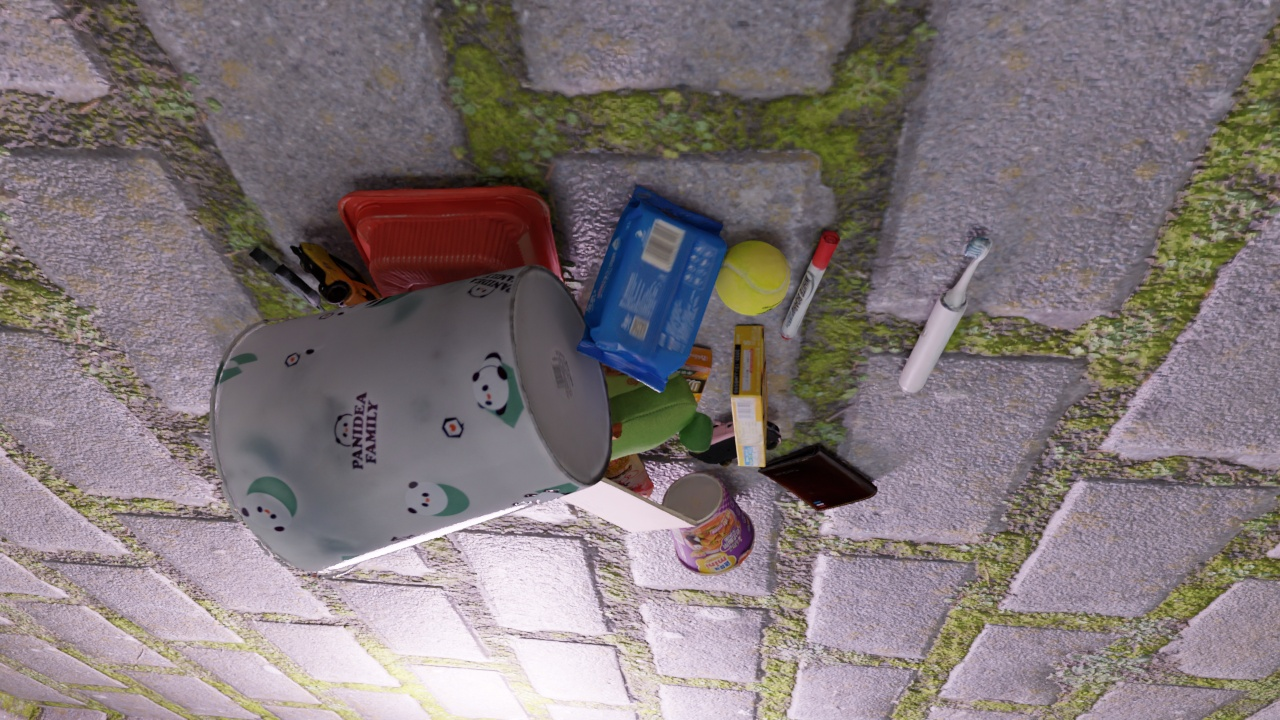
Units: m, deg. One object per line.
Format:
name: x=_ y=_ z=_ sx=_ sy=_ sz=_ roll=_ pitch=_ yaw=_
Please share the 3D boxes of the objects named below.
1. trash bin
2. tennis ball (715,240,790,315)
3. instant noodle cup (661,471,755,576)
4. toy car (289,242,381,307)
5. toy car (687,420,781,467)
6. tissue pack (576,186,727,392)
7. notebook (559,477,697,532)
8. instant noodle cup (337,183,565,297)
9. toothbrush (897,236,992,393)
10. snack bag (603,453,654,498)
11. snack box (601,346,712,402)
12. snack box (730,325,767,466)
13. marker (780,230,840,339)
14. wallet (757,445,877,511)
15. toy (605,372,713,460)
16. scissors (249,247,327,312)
trash bin: x=-0.173 y=0.042 z=0.762 sx=0.252 sy=0.229 sz=0.229 roll=-15 pitch=140 yaw=16
tennis ball: x=0.098 y=-0.072 z=0.806 sx=0.065 sy=0.065 sz=0.066 roll=5 pitch=145 yaw=3
instant noodle cup: x=0.082 y=0.203 z=1.176 sx=0.112 sy=0.111 sz=0.099 roll=-8 pitch=133 yaw=20
toy car: x=-0.278 y=-0.061 z=0.889 sx=0.041 sy=0.071 sz=0.156 roll=-41 pitch=143 yaw=-8
toy car: x=0.108 y=0.091 z=1.061 sx=0.056 sy=0.037 sz=0.123 roll=27 pitch=144 yaw=-34
tissue pack: x=0.009 y=-0.060 z=0.780 sx=0.095 sy=0.157 sz=0.052 roll=22 pitch=173 yaw=-24
notebook: x=-0.034 y=0.179 z=1.139 sx=0.147 sy=0.008 sz=0.208 roll=27 pitch=159 yaw=-14
instant noodle cup: x=-0.167 y=-0.081 z=0.831 sx=0.189 sy=0.079 sz=0.165 roll=-2 pitch=148 yaw=6
toothbrush: x=0.283 y=-0.039 z=0.855 sx=0.026 sy=0.026 sz=0.221 roll=10 pitch=146 yaw=4
snack bag: x=-0.055 y=0.130 z=1.138 sx=0.129 sy=0.073 sz=0.208 roll=1 pitch=152 yaw=8
snack box: x=-0.006 y=0.006 z=0.971 sx=0.153 sy=0.026 sz=0.075 roll=9 pitch=147 yaw=-3
snack box: x=0.113 y=0.039 z=0.944 sx=0.034 sy=0.086 sz=0.141 roll=1 pitch=145 yaw=9
marker: x=0.154 y=-0.066 z=0.848 sx=0.017 sy=0.017 sz=0.145 roll=9 pitch=145 yaw=-3
wallet: x=0.221 y=0.148 z=1.142 sx=0.122 sy=0.020 sz=0.097 roll=34 pitch=137 yaw=-30
toy: x=-0.056 y=0.062 z=0.918 sx=0.246 sy=0.090 sz=0.227 roll=-12 pitch=-171 yaw=-5
scissors: x=-0.318 y=-0.051 z=0.910 sx=0.159 sy=0.014 sz=0.175 roll=40 pitch=165 yaw=2
